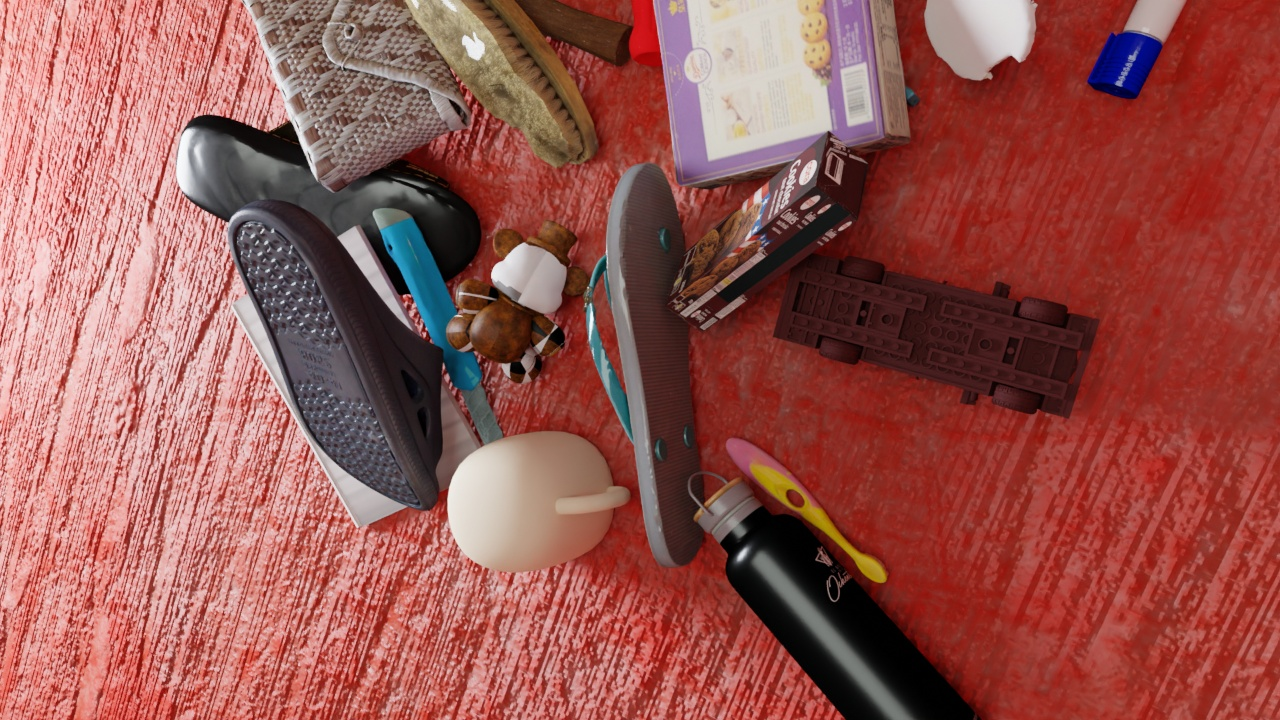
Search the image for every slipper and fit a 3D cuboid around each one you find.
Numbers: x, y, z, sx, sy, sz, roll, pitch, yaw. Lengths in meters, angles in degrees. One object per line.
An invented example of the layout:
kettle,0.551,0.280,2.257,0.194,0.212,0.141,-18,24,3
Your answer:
slipper,-0.004,0.004,0.606,0.055,0.098,0.268,-6,88,24
slipper,-0.201,-0.006,0.660,0.111,0.083,0.268,12,133,28
slipper,-0.248,-0.130,0.740,0.268,0.075,0.113,19,107,10

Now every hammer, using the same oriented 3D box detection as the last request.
hammer,-0.143,-0.291,0.711,0.323,0.033,0.115,28,100,22

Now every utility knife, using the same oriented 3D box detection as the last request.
utility knife,-0.149,-0.022,0.697,0.031,0.015,0.205,-21,96,7

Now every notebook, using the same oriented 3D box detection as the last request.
notebook,-0.223,0.019,0.727,0.143,0.009,0.210,-25,96,23

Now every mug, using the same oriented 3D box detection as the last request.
mug,-0.071,0.098,0.636,0.120,0.099,0.096,-5,87,25

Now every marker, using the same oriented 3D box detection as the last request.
marker,0.292,-0.213,0.506,0.027,0.023,0.133,34,105,44

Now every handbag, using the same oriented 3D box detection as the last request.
handbag,-0.215,-0.231,0.685,0.124,0.047,0.185,-27,76,5

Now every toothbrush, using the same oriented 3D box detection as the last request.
toothbrush,0.107,0.096,0.599,0.135,0.016,0.021,42,108,22

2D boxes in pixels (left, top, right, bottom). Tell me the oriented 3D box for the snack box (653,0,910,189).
snack box,0.082,-0.190,0.567,0.148,0.040,0.143,-5,94,38

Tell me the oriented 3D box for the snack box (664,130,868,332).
snack box,0.073,-0.074,0.560,0.031,0.050,0.141,34,140,-17

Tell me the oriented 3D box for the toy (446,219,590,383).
toy,-0.086,-0.046,0.667,0.087,0.067,0.112,30,83,-6

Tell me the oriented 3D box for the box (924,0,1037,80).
box,0.192,-0.238,0.522,0.166,0.092,0.083,66,152,9

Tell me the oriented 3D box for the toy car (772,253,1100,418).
toy car,0.171,-0.017,0.542,0.170,0.061,0.070,17,97,25

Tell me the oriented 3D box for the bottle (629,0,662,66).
bottle,0.010,-0.267,0.633,0.036,0.036,0.119,0,90,26

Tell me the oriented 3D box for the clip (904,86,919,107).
clip,0.127,-0.200,0.584,0.127,0.028,0.114,47,106,18

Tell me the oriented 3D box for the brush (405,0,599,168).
brush,-0.102,-0.217,0.656,0.195,0.043,0.059,51,137,-3

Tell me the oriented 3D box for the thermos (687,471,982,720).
thermos,0.110,0.156,0.571,0.061,0.061,0.231,-48,71,18
